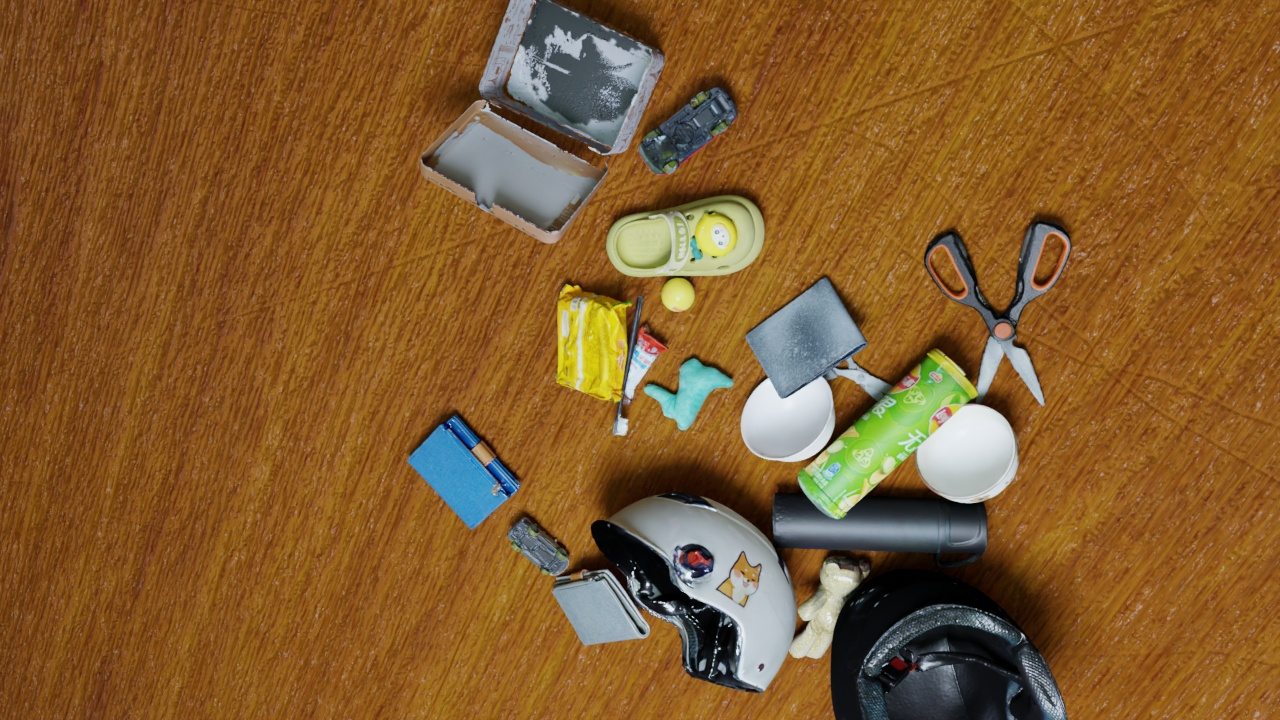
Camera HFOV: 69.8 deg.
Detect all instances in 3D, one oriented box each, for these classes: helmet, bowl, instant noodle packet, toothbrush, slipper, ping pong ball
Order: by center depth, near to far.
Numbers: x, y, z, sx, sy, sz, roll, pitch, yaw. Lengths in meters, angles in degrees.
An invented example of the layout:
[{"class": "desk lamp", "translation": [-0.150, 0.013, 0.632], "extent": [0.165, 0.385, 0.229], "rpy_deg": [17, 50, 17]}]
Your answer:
[{"class": "bowl", "translation": [0.377, 0.111, 1.041], "extent": [0.114, 0.113, 0.062], "rpy_deg": [-40, 136, 19]}, {"class": "helmet", "translation": [0.332, 0.373, 1.044], "extent": [0.233, 0.230, 0.275], "rpy_deg": [-9, 111, 1]}, {"class": "slipper", "translation": [0.047, -0.135, 1.059], "extent": [0.191, 0.081, 0.092], "rpy_deg": [-5, 105, 17]}, {"class": "bowl", "translation": [0.185, 0.075, 1.080], "extent": [0.118, 0.118, 0.064], "rpy_deg": [-32, 135, 19]}, {"class": "ping pong ball", "translation": [0.045, -0.078, 1.093], "extent": [0.040, 0.040, 0.040], "rpy_deg": [3, 105, 13]}, {"class": "helmet", "translation": [0.084, 0.257, 1.100], "extent": [0.156, 0.230, 0.274], "rpy_deg": [-37, 82, -22]}, {"class": "toothbrush", "translation": [-0.013, 0.008, 1.115], "extent": [0.018, 0.015, 0.181], "rpy_deg": [12, 108, 11]}, {"class": "instant noodle packet", "translation": [-0.058, -0.023, 1.117], "extent": [0.111, 0.044, 0.128], "rpy_deg": [17, 109, 40]}]

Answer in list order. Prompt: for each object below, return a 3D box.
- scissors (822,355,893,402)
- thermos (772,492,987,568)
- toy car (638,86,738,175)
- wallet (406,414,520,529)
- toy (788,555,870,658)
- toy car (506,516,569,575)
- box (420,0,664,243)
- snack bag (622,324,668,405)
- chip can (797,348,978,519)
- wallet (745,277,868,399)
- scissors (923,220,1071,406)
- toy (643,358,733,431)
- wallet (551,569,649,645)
[{"class": "scissors", "translation": [0.256, 0.014, 1.081], "extent": [0.163, 0.014, 0.166], "rpy_deg": [-6, 103, 16]}, {"class": "thermos", "translation": [0.282, 0.205, 1.096], "extent": [0.243, 0.068, 0.090], "rpy_deg": [1, 111, 13]}, {"class": "toy car", "translation": [0.055, -0.259, 1.042], "extent": [0.121, 0.045, 0.053], "rpy_deg": [-34, 92, 14]}, {"class": "wallet", "translation": [-0.236, 0.149, 1.222], "extent": [0.133, 0.040, 0.107], "rpy_deg": [47, 118, -2]}, {"class": "toy", "translation": [0.231, 0.309, 1.144], "extent": [0.105, 0.066, 0.157], "rpy_deg": [9, 114, -23]}, {"class": "toy car", "translation": [-0.134, 0.248, 1.224], "extent": [0.090, 0.035, 0.042], "rpy_deg": [43, 111, -6]}, {"class": "box", "translation": [-0.106, -0.273, 1.031], "extent": [0.179, 0.130, 0.272], "rpy_deg": [28, 83, 6]}, {"class": "snack bag", "translation": [-0.007, 0.007, 1.136], "extent": [0.045, 0.026, 0.105], "rpy_deg": [35, 111, 0]}, {"class": "chip can", "translation": [0.277, 0.086, 1.042], "extent": [0.072, 0.072, 0.221], "rpy_deg": [45, 98, -1]}, {"class": "wallet", "translation": [0.190, -0.025, 1.063], "extent": [0.121, 0.019, 0.097], "rpy_deg": [-36, 61, 19]}, {"class": "scissors", "translation": [0.399, -0.058, 1.027], "extent": [0.225, 0.021, 0.221], "rpy_deg": [33, 114, 6]}, {"class": "toy", "translation": [0.055, 0.040, 1.128], "extent": [0.096, 0.030, 0.092], "rpy_deg": [29, 107, 11]}, {"class": "wallet", "translation": [-0.055, 0.320, 1.202], "extent": [0.130, 0.036, 0.106], "rpy_deg": [-26, 96, 49]}]
